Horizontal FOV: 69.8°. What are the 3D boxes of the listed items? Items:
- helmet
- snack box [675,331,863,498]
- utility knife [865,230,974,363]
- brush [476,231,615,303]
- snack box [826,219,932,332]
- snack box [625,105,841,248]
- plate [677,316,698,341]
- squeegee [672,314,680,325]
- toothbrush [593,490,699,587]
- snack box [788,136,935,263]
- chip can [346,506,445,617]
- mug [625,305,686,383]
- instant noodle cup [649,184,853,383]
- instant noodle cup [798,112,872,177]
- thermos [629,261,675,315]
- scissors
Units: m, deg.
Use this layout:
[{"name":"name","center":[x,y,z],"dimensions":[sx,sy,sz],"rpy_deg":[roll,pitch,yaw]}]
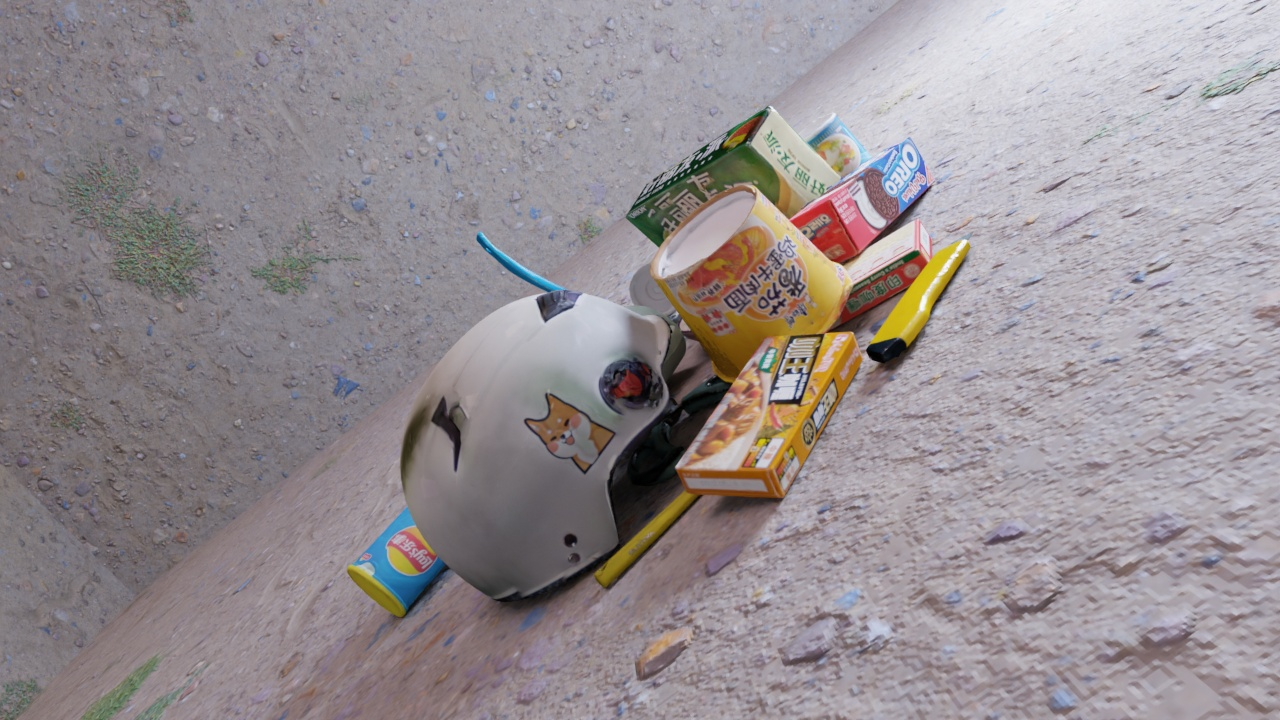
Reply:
[{"name":"helmet","center":[-0.101,0.047,0.745],"dimensions":[0.231,0.157,0.273],"rpy_deg":[-16,48,57]},{"name":"snack box","center":[0.091,0.035,0.631],"dimensions":[0.075,0.026,0.153],"rpy_deg":[-4,33,39]},{"name":"utility knife","center":[0.208,-0.048,0.667],"dimensions":[0.033,0.015,0.170],"rpy_deg":[-14,26,50]},{"name":"brush","center":[-0.081,-0.071,1.053],"dimensions":[0.045,0.254,0.083],"rpy_deg":[-59,5,-12]},{"name":"snack box","center":[0.172,-0.059,0.778],"dimensions":[0.156,0.027,0.076],"rpy_deg":[-31,14,29]},{"name":"snack box","center":[0.094,-0.175,1.002],"dimensions":[0.241,0.114,0.063],"rpy_deg":[-17,37,57]},{"name":"plate","center":[0.125,-0.076,0.944],"dimensions":[0.192,0.039,0.192],"rpy_deg":[-36,12,9]},{"name":"squeegee","center":[0.112,-0.119,1.136],"dimensions":[0.248,0.040,0.248],"rpy_deg":[-53,3,-30]},{"name":"toothbrush","center":[0.037,0.089,0.655],"dimensions":[0.189,0.016,0.016],"rpy_deg":[-42,14,-17]},{"name":"snack box","center":[0.210,-0.149,0.864],"dimensions":[0.058,0.057,0.206],"rpy_deg":[-27,8,44]},{"name":"chip can","center":[-0.196,0.153,0.926],"dimensions":[0.209,0.071,0.071],"rpy_deg":[-50,17,-29]},{"name":"mug","center":[-0.005,0.005,0.906],"dimensions":[0.112,0.082,0.106],"rpy_deg":[-25,23,50]},{"name":"instant noodle cup","center":[0.083,-0.068,0.747],"dimensions":[0.138,0.110,0.137],"rpy_deg":[-35,24,18]},{"name":"instant noodle cup","center":[0.209,-0.203,0.993],"dimensions":[0.099,0.110,0.099],"rpy_deg":[-37,13,10]},{"name":"thermos","center":[0.027,-0.092,1.141],"dimensions":[0.070,0.070,0.220],"rpy_deg":[-37,3,7]},{"name":"scissors","center":[0.033,0.058,0.780],"dimensions":[0.171,0.019,0.180],"rpy_deg":[-25,19,42]}]
